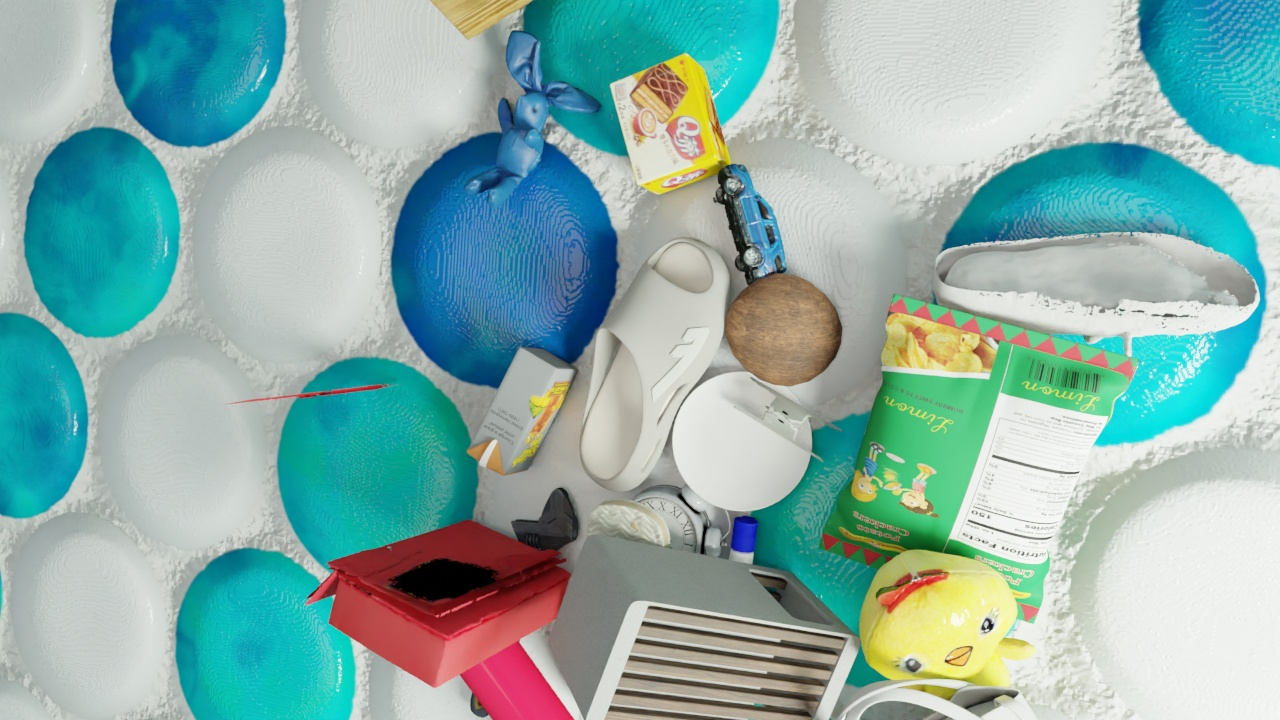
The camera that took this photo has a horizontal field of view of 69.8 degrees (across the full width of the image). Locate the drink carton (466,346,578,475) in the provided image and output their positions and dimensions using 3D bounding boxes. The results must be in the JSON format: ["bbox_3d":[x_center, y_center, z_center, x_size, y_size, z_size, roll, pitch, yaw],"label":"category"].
[{"bbox_3d":[-0.121,0.052,0.946,0.048,0.076,0.125,30,97,15],"label":"drink carton"}]

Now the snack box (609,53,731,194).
[{"bbox_3d":[0.030,-0.226,0.885,0.084,0.061,0.105,-16,88,19],"label":"snack box"}]

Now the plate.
[{"bbox_3d":[0.098,0.078,0.894,0.135,0.011,0.134,-1,83,12],"label":"plate"}]

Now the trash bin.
[{"bbox_3d":[0.054,0.248,0.807,0.228,0.114,0.114,16,100,-24],"label":"trash bin"}]

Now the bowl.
[{"bbox_3d":[0.136,-0.024,0.853,0.114,0.026,0.102,42,103,-14],"label":"bowl"}]

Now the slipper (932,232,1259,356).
[{"bbox_3d":[0.375,-0.053,0.771,0.247,0.075,0.112,1,62,17],"label":"slipper"}]

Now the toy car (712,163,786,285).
[{"bbox_3d":[0.104,-0.128,0.871,0.043,0.056,0.120,-19,92,-4],"label":"toy car"}]

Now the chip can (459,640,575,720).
[{"bbox_3d":[-0.117,0.359,0.943,0.069,0.069,0.220,-36,90,17],"label":"chip can"}]

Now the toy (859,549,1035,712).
[{"bbox_3d":[0.260,0.237,0.789,0.134,0.092,0.208,-27,114,8],"label":"toy"}]

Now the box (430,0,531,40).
[{"bbox_3d":[-0.152,-0.529,0.773,0.280,0.334,0.286,-27,69,14],"label":"box"}]

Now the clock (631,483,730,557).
[{"bbox_3d":[0.031,0.171,0.918,0.123,0.035,0.094,-22,86,19],"label":"clock"}]

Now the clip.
[{"bbox_3d":[0.136,0.053,0.862,0.102,0.057,0.052,31,140,14],"label":"clip"}]

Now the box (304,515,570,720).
[{"bbox_3d":[-0.196,0.257,0.889,0.165,0.213,0.153,18,99,24],"label":"box"}]

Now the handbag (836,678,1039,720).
[{"bbox_3d":[0.236,0.345,0.775,0.216,0.095,0.222,-34,119,17],"label":"handbag"}]

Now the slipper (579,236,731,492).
[{"bbox_3d":[-0.005,0.005,0.888,0.113,0.080,0.266,35,107,36],"label":"slipper"}]

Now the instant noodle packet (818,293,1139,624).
[{"bbox_3d":[0.281,0.088,0.796,0.196,0.090,0.253,18,110,17],"label":"instant noodle packet"}]

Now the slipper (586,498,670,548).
[{"bbox_3d":[-0.017,0.246,0.909,0.115,0.052,0.263,14,116,19],"label":"slipper"}]

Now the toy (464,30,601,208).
[{"bbox_3d":[-0.114,-0.234,0.933,0.113,0.071,0.176,25,90,14],"label":"toy"}]

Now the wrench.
[{"bbox_3d":[-0.130,0.260,0.984,0.073,0.022,0.273,23,99,22],"label":"wrench"}]

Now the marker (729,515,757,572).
[{"bbox_3d":[0.096,0.221,0.904,0.023,0.027,0.133,9,98,18],"label":"marker"}]
